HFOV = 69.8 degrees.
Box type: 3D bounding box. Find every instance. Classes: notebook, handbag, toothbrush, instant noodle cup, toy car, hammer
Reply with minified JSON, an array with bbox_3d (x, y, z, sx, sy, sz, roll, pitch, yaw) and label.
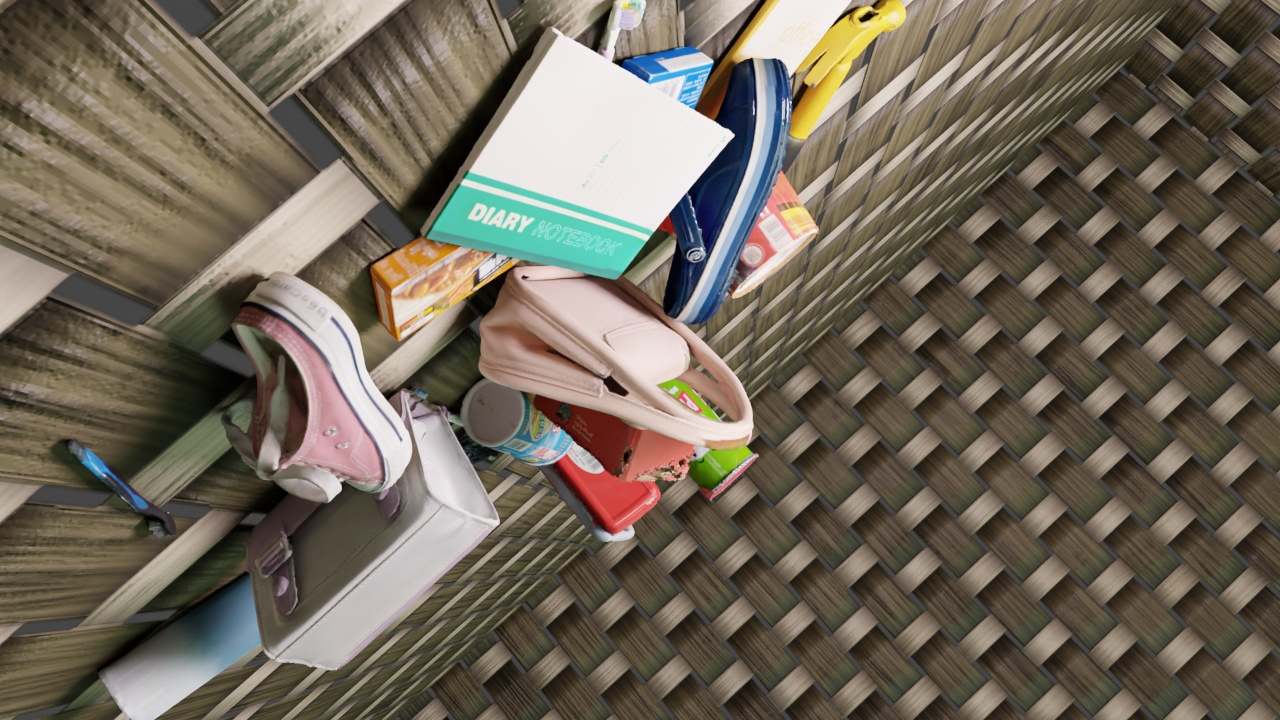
[{"bbox_3d":[0.100,-0.248,0.787,0.207,0.010,0.145,-49,166,31],"label":"notebook"},{"bbox_3d":[-0.035,-0.126,0.629,0.151,0.012,0.208,-50,152,21],"label":"notebook"},{"bbox_3d":[-0.232,0.136,0.760,0.197,0.145,0.098,-42,138,8],"label":"handbag"},{"bbox_3d":[-0.035,-0.166,0.626,0.029,0.020,0.190,-38,168,-34],"label":"toothbrush"},{"bbox_3d":[-0.005,0.005,0.796,0.193,0.234,0.093,-21,138,-65],"label":"handbag"},{"bbox_3d":[0.100,-0.135,0.909,0.138,0.108,0.138,-36,173,-5],"label":"instant noodle cup"},{"bbox_3d":[-0.129,0.059,0.951,0.099,0.099,0.110,-44,161,8],"label":"instant noodle cup"},{"bbox_3d":[-0.179,0.093,1.035,0.049,0.031,0.105,-46,166,19],"label":"toy car"},{"bbox_3d":[-0.190,0.047,0.887,0.017,0.016,0.187,-51,168,-4],"label":"toothbrush"},{"bbox_3d":[0.161,-0.239,0.958,0.128,0.033,0.302,-33,165,-34],"label":"hammer"},{"bbox_3d":[-0.331,0.086,0.589,0.016,0.014,0.190,-13,158,-15],"label":"toothbrush"}]

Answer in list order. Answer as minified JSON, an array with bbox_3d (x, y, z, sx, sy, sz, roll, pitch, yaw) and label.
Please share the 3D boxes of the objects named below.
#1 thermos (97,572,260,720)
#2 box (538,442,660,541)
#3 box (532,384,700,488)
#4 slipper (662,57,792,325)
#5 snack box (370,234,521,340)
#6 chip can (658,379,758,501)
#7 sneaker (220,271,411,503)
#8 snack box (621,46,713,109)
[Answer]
[{"bbox_3d":[-0.381,0.246,0.857,0.219,0.070,0.070,-35,165,-32],"label":"thermos"},{"bbox_3d":[-0.068,0.114,1.043,0.095,0.201,0.100,-37,160,-11],"label":"box"},{"bbox_3d":[-0.025,0.055,0.866,0.091,0.168,0.078,4,111,-38],"label":"box"},{"bbox_3d":[0.054,-0.144,0.781,0.105,0.095,0.253,-93,-164,-50],"label":"slipper"},{"bbox_3d":[-0.119,-0.079,0.652,0.153,0.026,0.075,-37,167,-23],"label":"snack box"},{"bbox_3d":[0.022,0.044,1.009,0.072,0.236,0.072,-40,167,-11],"label":"chip can"},{"bbox_3d":[-0.214,0.041,0.586,0.087,0.118,0.241,-56,169,-26],"label":"sneaker"},{"bbox_3d":[-0.005,-0.154,0.687,0.084,0.026,0.157,-32,155,-47],"label":"snack box"}]
